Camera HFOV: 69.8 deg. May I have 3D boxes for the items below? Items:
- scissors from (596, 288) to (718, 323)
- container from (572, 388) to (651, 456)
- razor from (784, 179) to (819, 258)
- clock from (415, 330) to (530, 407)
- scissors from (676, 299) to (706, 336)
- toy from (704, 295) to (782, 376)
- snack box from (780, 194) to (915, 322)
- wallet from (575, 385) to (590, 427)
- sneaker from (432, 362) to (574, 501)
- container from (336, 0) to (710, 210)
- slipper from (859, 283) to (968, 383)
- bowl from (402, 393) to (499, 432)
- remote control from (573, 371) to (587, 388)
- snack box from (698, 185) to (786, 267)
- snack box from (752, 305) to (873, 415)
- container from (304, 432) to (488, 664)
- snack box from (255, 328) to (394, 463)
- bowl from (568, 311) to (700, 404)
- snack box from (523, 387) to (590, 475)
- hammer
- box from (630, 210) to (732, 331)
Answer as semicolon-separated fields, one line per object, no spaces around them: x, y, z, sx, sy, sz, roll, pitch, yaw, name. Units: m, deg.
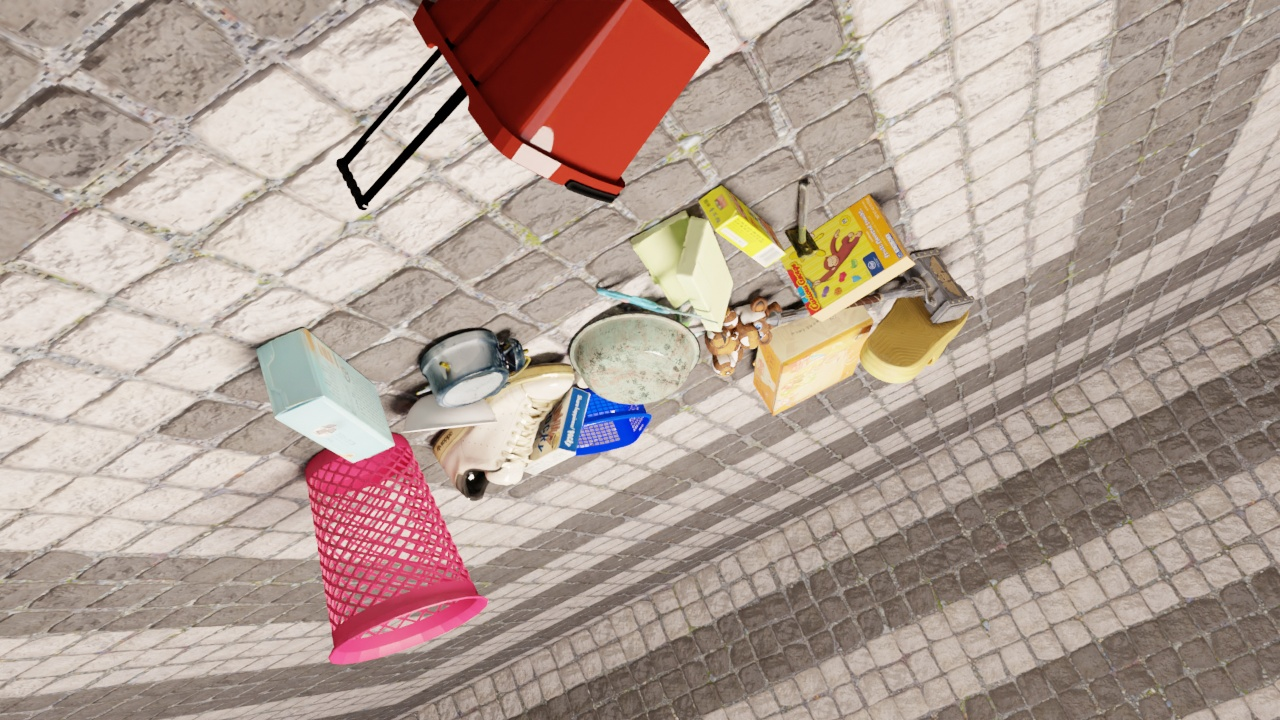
0.020;-0.057;1.009;0.125;0.136;0.015;3;107;-86;scissors
-0.053;0.077;1.228;0.114;0.058;0.096;-7;150;-27;container
0.178;-0.159;1.002;0.026;0.042;0.106;-20;149;-4;razor
-0.177;0.008;0.990;0.129;0.052;0.090;-8;154;-45;clock
0.042;-0.025;1.165;0.168;0.023;0.172;-36;155;-17;scissors
0.132;-0.038;1.178;0.112;0.067;0.087;-24;130;-9;toy
0.240;-0.118;1.077;0.126;0.088;0.040;-34;157;22;snack box
-0.069;0.057;1.261;0.092;0.018;0.115;-30;156;16;wallet
-0.163;0.094;1.129;0.242;0.102;0.088;-39;154;32;sneaker
-0.075;-0.162;0.566;0.201;0.148;0.126;-44;151;22;container
0.382;-0.032;1.291;0.262;0.099;0.079;-38;151;-43;slipper
-0.219;0.056;1.047;0.110;0.040;0.110;-6;176;-1;bowl
-0.027;-0.003;1.164;0.125;0.018;0.038;-28;158;4;remote control
0.110;-0.138;0.961;0.029;0.040;0.148;-33;157;19;snack box
0.239;-0.014;1.324;0.145;0.080;0.195;-27;158;-7;snack box
-0.306;0.214;1.089;0.183;0.225;0.183;-21;158;-9;container
-0.302;0.039;0.893;0.053;0.075;0.175;-25;159;-1;snack box
-0.006;0.006;1.091;0.157;0.038;0.158;-1;143;-1;bowl
-0.111;0.092;1.162;0.026;0.081;0.150;21;155;-19;snack box
0.294;-0.079;1.208;0.321;0.098;0.044;-12;151;-28;hammer
0.060;-0.096;0.993;0.077;0.089;0.188;-55;157;-6;box
